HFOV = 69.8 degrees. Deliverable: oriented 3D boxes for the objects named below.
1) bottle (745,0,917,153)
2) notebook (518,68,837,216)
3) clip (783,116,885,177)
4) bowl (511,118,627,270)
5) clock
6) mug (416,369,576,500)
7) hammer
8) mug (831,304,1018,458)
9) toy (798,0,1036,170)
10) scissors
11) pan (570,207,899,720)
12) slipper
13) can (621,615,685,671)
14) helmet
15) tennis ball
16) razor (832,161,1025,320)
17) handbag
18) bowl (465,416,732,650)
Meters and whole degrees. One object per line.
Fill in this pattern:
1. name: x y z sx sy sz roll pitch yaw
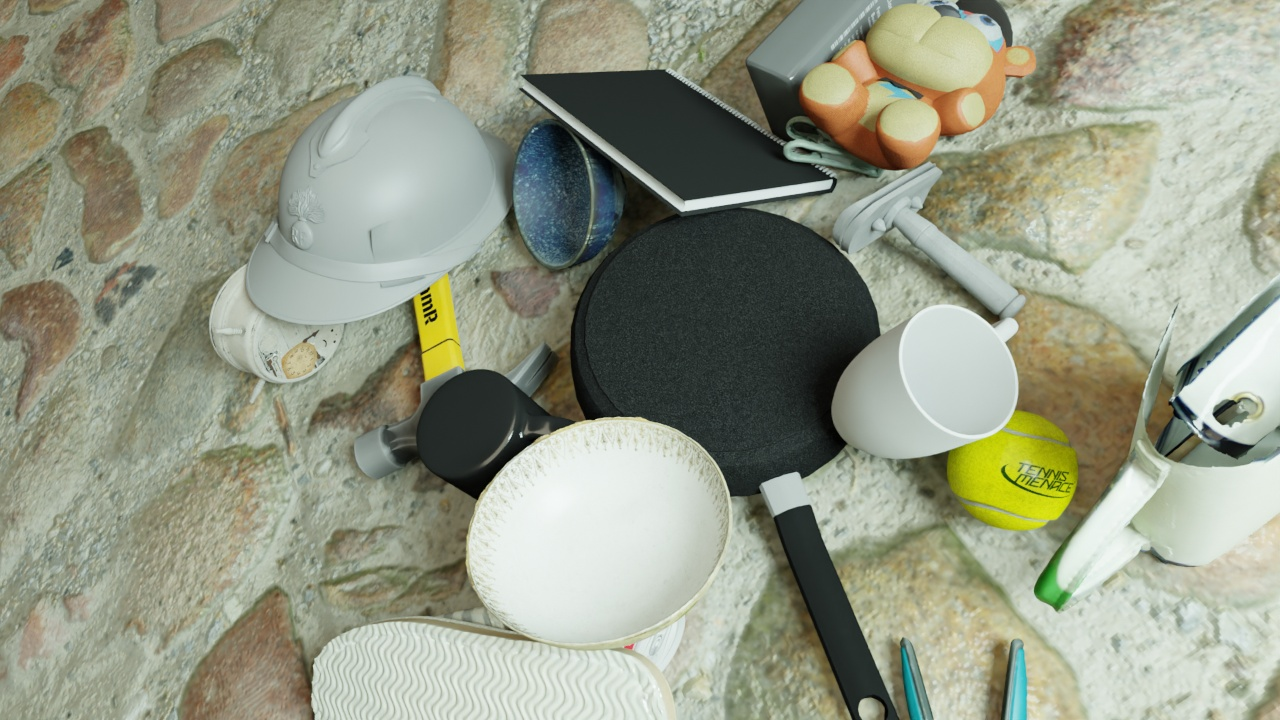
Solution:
1. bottle: 0.159 -0.247 0.679 0.173 0.084 0.046 -48 55 -6
2. notebook: 0.026 -0.170 0.684 0.148 0.016 0.206 -15 44 -35
3. clip: 0.140 -0.153 0.656 0.076 0.023 0.042 11 64 -2
4. bowl: -0.047 -0.131 0.718 0.114 0.060 0.114 20 115 50
5. clock: -0.284 -0.042 0.780 0.061 0.103 0.156 25 51 26
6. mug: -0.081 0.058 0.625 0.114 0.088 0.078 -4 62 24
7. hammer: -0.173 -0.064 0.773 0.170 0.034 0.324 -25 55 10
8. mug: 0.160 0.010 0.510 0.107 0.090 0.071 -31 84 -26
9. toy: 0.192 -0.192 0.625 0.112 0.096 0.175 34 48 26
10. scissors: 0.170 0.206 0.469 0.124 0.019 0.155 -42 56 2
11. pan: 0.076 0.049 0.561 0.204 0.044 0.355 -18 62 -3
12. slipper: -0.094 0.207 0.551 0.273 0.054 0.114 -11 87 32
13. can: -0.029 0.150 0.565 0.105 0.064 0.064 22 75 33
14. helmet: -0.213 -0.156 0.734 0.183 0.118 0.270 23 53 21
15. tennis ball: 0.203 0.060 0.502 0.065 0.065 0.065 -11 60 20
16. razor: 0.194 -0.069 0.586 0.088 0.047 0.116 -31 66 -33
17. handbag: 0.250 0.050 0.434 0.176 0.151 0.074 -40 54 2
18. bowl: -0.018 0.106 0.511 0.145 0.063 0.145 -9 45 9
